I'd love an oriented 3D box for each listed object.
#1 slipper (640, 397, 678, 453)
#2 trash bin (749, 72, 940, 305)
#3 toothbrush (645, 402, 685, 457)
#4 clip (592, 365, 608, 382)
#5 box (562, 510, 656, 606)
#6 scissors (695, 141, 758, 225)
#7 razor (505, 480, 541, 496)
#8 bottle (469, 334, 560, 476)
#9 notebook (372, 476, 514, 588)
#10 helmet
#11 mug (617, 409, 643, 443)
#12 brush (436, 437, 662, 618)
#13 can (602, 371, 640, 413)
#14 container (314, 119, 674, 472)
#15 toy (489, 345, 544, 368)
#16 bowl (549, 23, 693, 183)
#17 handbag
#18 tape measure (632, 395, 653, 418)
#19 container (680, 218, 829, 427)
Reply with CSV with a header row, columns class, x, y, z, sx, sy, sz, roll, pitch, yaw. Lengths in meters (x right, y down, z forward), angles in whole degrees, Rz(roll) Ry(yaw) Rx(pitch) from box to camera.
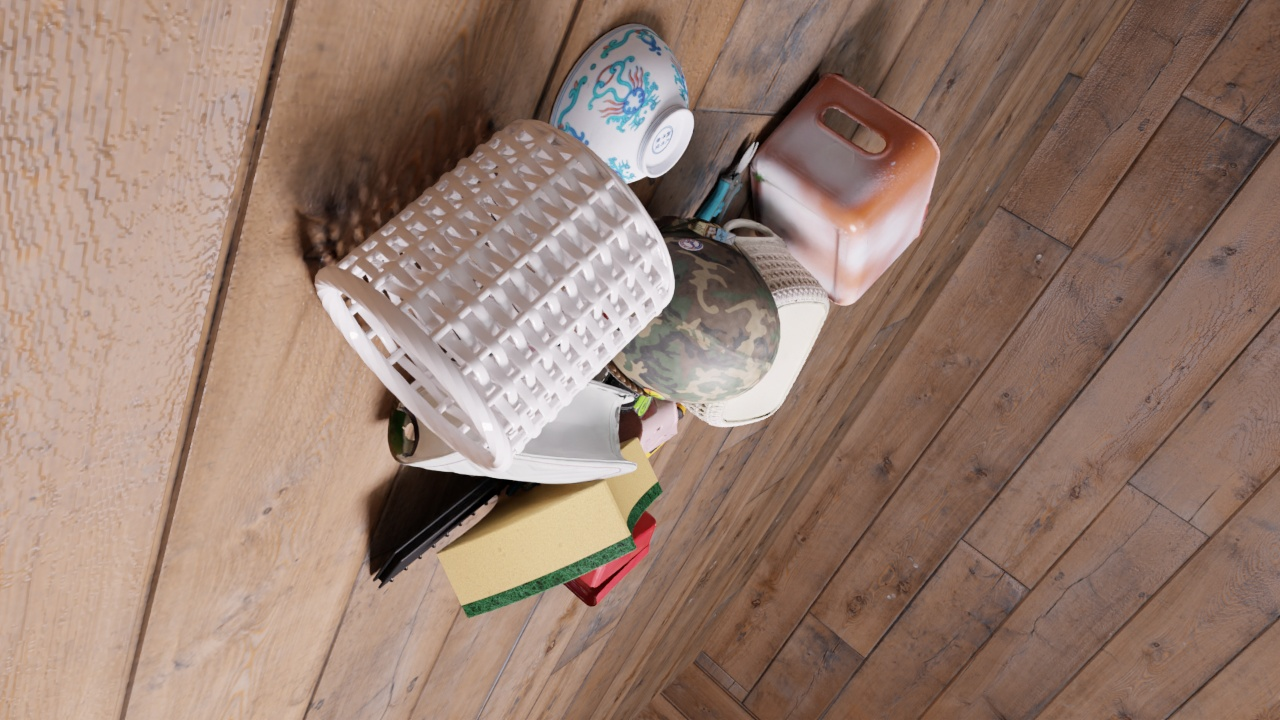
class,x,y,z,sx,sy,sz,roll,pitch,yaw
slipper,0.031,0.077,1.339,0.238,0.064,0.094,-45,158,-21
trash bin,0.250,-0.205,1.173,0.157,0.181,0.260,-47,160,-9
toothbrush,0.058,0.082,1.453,0.196,0.031,0.031,-49,173,-18
clip,-0.058,0.010,1.110,0.102,0.040,0.054,-57,179,10
box,-0.075,0.219,1.224,0.135,0.157,0.118,-40,151,-33
scissors,0.092,-0.190,1.093,0.150,0.019,0.130,-41,157,-24
razor,-0.117,0.132,1.091,0.042,0.022,0.143,-41,177,15
bottle,-0.131,0.049,0.977,0.173,0.046,0.084,-47,159,-12
notebook,-0.185,0.156,1.000,0.230,0.019,0.170,-39,177,-31
helmet,0.038,-0.054,0.966,0.193,0.224,0.236,-61,-177,9
mug,-0.057,0.124,1.191,0.122,0.096,0.110,-46,154,-41
brush,-0.091,0.178,1.024,0.195,0.075,0.250,-24,-177,11
can,-0.007,0.007,1.137,0.053,0.054,0.138,-26,155,-49
container,-0.103,-0.048,0.679,0.186,0.189,0.190,-45,158,-20
toy,-0.118,0.001,0.904,0.095,0.052,0.099,13,118,-34
bowl,-0.003,-0.205,0.791,0.143,0.074,0.144,-43,157,-23
handbag,-0.114,0.062,0.856,0.142,0.096,0.198,-16,161,40
tape measure,-0.006,0.051,1.259,0.058,0.036,0.066,-35,152,-58
container,0.123,-0.035,1.160,0.184,0.143,0.252,-5,128,-39
